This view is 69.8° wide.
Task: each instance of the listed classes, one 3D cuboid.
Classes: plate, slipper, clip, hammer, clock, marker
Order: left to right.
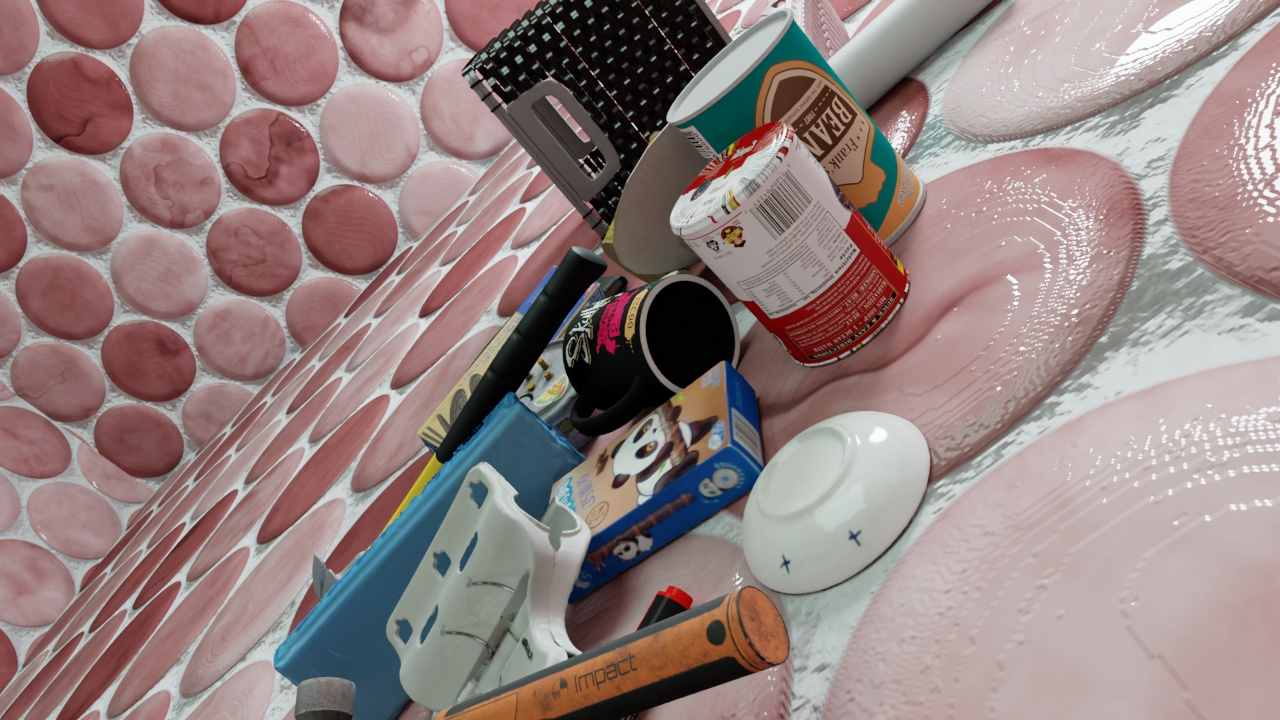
[{"bbox_3d":[-0.125,0.057,0.641,0.324,0.029,0.127,-55,-21,14],"label":"hammer"},{"bbox_3d":[-0.068,0.175,0.402,0.315,0.035,0.137,-32,47,32],"label":"hammer"},{"bbox_3d":[-0.064,0.144,0.499,0.152,0.099,0.126,35,103,36],"label":"clip"},{"bbox_3d":[-0.066,0.021,0.731,0.104,0.056,0.147,-3,45,43],"label":"clock"},{"bbox_3d":[-0.017,0.170,0.426,0.144,0.021,0.024,-56,15,-26],"label":"marker"},{"bbox_3d":[0.061,-0.133,0.703,0.188,0.027,0.189,-33,-26,-19],"label":"plate"},{"bbox_3d":[0.154,-0.307,0.891,0.065,0.094,0.238,-27,30,29],"label":"slipper"},{"bbox_3d":[0.084,0.059,0.433,0.104,0.026,0.104,-39,22,19],"label":"plate"}]

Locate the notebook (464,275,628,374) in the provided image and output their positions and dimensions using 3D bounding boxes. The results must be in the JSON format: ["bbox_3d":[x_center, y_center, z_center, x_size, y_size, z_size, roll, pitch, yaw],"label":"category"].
[{"bbox_3d":[-0.111,-0.024,0.966,0.169,0.029,0.209,-51,19,-15],"label":"notebook"}]

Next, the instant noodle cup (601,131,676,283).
[{"bbox_3d":[0.021,-0.132,0.829,0.112,0.100,0.100,-57,22,-7],"label":"instant noodle cup"}]

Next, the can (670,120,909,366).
[{"bbox_3d":[0.087,-0.067,0.533,0.087,0.116,0.086,-39,22,18],"label":"can"}]

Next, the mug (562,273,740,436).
[{"bbox_3d":[-0.004,0.004,0.623,0.098,0.082,0.117,-14,36,55],"label":"mug"}]

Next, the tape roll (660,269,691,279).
[{"bbox_3d":[0.011,-0.036,0.762,0.094,0.018,0.093,-39,21,18],"label":"tape roll"}]

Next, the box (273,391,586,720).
[{"bbox_3d":[-0.134,0.133,0.620,0.231,0.093,0.054,-49,21,-5],"label":"box"}]

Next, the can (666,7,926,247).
[{"bbox_3d":[0.102,-0.137,0.596,0.099,0.144,0.099,-39,22,18],"label":"can"}]

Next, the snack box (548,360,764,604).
[{"bbox_3d":[0.004,0.073,0.549,0.152,0.034,0.087,-37,22,22],"label":"snack box"}]

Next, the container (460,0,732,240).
[{"bbox_3d":[-0.028,-0.333,1.080,0.244,0.247,0.245,-38,22,11],"label":"container"}]

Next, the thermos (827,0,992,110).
[{"bbox_3d":[0.195,-0.248,0.759,0.224,0.052,0.052,-40,21,14],"label":"thermos"}]

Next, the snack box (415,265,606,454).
[{"bbox_3d":[-0.107,0.011,0.818,0.057,0.056,0.206,24,66,28],"label":"snack box"}]
